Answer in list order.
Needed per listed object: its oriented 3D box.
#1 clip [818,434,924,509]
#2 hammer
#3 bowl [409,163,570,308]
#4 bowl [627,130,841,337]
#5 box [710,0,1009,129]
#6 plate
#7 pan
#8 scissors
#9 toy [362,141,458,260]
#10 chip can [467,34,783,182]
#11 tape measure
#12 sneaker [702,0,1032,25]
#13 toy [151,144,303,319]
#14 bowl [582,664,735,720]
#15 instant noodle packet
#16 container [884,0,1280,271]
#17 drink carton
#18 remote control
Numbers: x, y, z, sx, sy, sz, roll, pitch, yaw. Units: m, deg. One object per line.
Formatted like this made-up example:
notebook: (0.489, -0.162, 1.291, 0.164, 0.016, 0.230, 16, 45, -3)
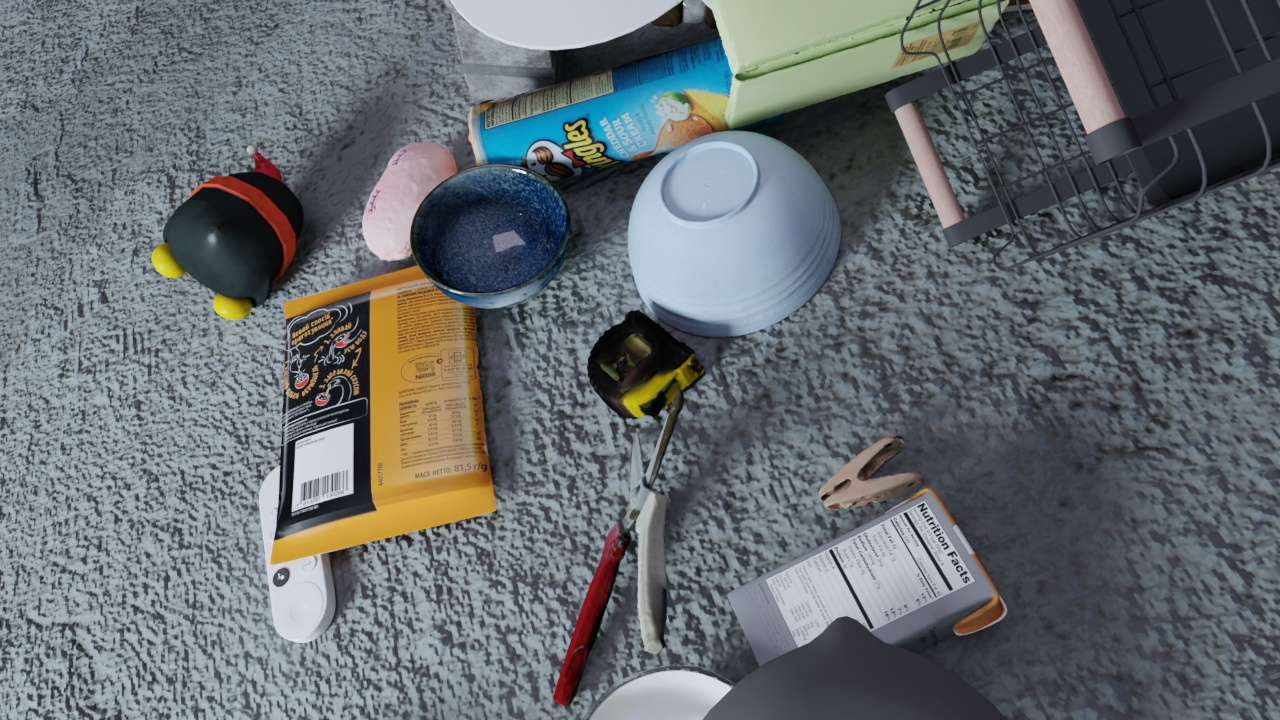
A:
clip: (0.135, 0.073, 0.527, 0.061, 0.024, 0.041, -41, 54, 9)
hammer: (0.011, -0.278, 0.709, 0.326, 0.177, 0.079, 4, 63, 2)
bowl: (-0.106, -0.081, 0.674, 0.114, 0.061, 0.114, -1, 62, 2)
bowl: (0.054, -0.098, 0.618, 0.151, 0.075, 0.150, -9, 61, 17)
box: (0.141, -0.218, 0.584, 0.188, 0.130, 0.064, -17, 47, -3)
plate: (-0.036, -0.290, 0.581, 0.209, 0.015, 0.208, -5, 70, 15)
pan: (0.041, 0.223, 0.394, 0.354, 0.024, 0.216, 1, 71, -6)
scissors: (-0.004, 0.109, 0.514, 0.015, 0.179, 0.198, 23, 85, -13)
toy: (-0.166, -0.125, 0.735, 0.105, 0.053, 0.108, 12, 66, 11)
chip can: (-0.011, -0.187, 0.691, 0.230, 0.080, 0.079, -12, 60, 13)
tape measure: (-0.004, 0.004, 0.607, 0.062, 0.038, 0.067, -45, 58, -6)
sneaker: (0.164, -0.304, 0.636, 0.294, 0.121, 0.127, -9, 45, -12)
toy: (-0.329, -0.110, 0.765, 0.100, 0.097, 0.118, -43, 13, 46)
bowl: (0.024, 0.219, 0.465, 0.116, 0.066, 0.116, -9, 61, 16)
instant noodle packet: (-0.189, 0.026, 0.668, 0.160, 0.032, 0.220, -14, 59, 6)
container: (0.228, -0.148, 0.470, 0.130, 0.241, 0.163, -22, 87, 4)
drink carton: (0.118, 0.128, 0.487, 0.125, 0.048, 0.076, -28, 57, 5)
remote control: (-0.243, 0.132, 0.646, 0.043, 0.013, 0.136, -27, 57, 6)
